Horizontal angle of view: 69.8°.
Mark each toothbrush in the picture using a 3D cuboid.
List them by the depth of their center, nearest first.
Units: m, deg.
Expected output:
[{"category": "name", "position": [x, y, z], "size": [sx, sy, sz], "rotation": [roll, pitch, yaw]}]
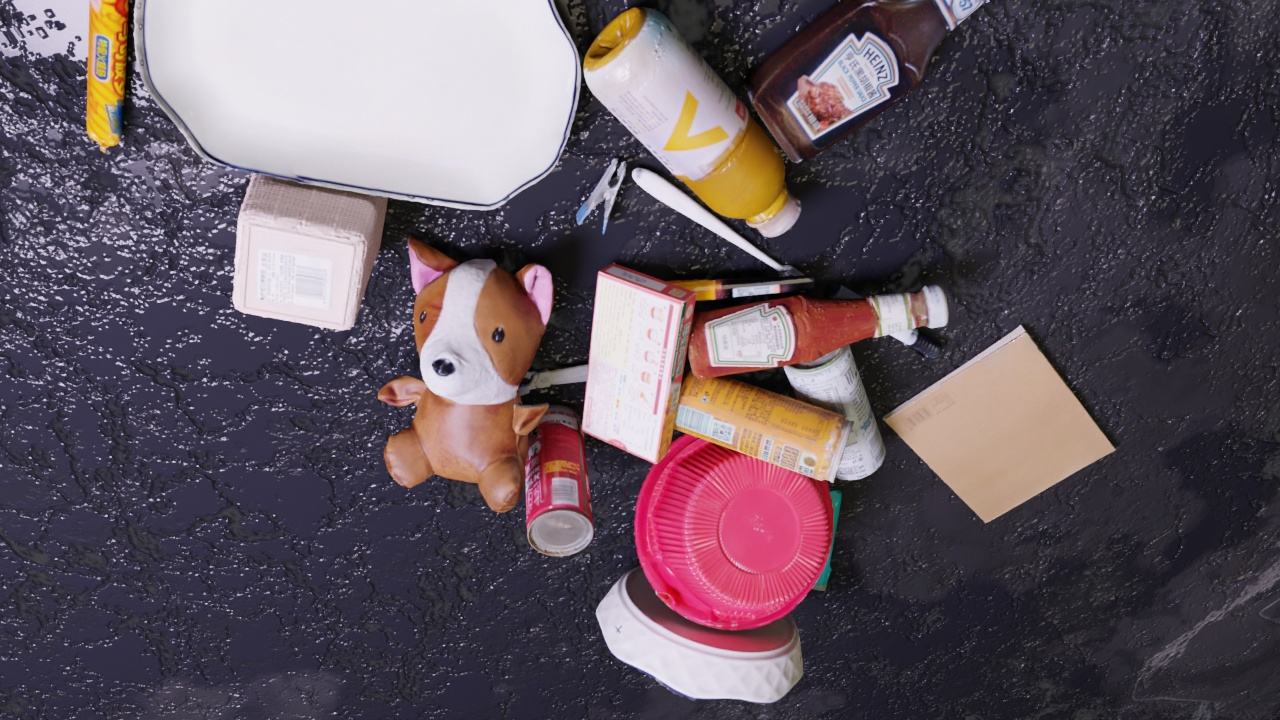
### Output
[{"category": "toothbrush", "position": [0.065, -0.100, 0.717], "size": [0.180, 0.016, 0.016], "rotation": [29, 116, -26]}]

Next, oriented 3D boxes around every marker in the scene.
[{"category": "marker", "position": [0.078, -0.059, 0.739], "size": [0.124, 0.015, 0.018], "rotation": [-3, 142, 6]}, {"category": "marker", "position": [0.209, -0.032, 0.789], "size": [0.130, 0.018, 0.023], "rotation": [24, 119, -24]}]

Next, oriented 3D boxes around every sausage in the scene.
[{"category": "sausage", "position": [-0.335, -0.205, 0.577], "size": [0.021, 0.021, 0.166], "rotation": [13, 125, -17]}]

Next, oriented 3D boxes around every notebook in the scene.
[{"category": "notebook", "position": [0.352, 0.071, 0.893], "size": [0.150, 0.012, 0.211], "rotation": [-37, 123, 20]}]

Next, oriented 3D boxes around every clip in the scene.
[{"category": "clip", "position": [-0.025, -0.124, 0.682], "size": [0.045, 0.027, 0.058], "rotation": [20, 119, -13]}]

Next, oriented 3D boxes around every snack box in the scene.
[{"category": "snack box", "position": [-0.004, 0.004, 0.749], "size": [0.077, 0.026, 0.156], "rotation": [22, 124, 22]}]

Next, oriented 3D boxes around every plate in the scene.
[{"category": "plate", "position": [-0.171, -0.189, 0.585], "size": [0.265, 0.034, 0.162], "rotation": [6, 115, -19]}, {"category": "plate", "position": [0.062, 0.253, 0.886], "size": [0.204, 0.205, 0.045], "rotation": [11, 101, -16]}]

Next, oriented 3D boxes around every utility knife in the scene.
[{"category": "utility knife", "position": [0.191, 0.190, 0.962], "size": [0.029, 0.012, 0.151], "rotation": [-5, 126, -8]}]

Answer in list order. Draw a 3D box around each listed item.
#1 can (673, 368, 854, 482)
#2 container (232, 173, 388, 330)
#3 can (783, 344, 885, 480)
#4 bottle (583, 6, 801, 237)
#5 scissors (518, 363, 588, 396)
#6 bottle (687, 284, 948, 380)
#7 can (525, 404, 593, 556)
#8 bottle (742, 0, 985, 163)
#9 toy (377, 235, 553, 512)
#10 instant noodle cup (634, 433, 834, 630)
[{"category": "can", "position": [0.102, 0.053, 0.776], "size": [0.146, 0.058, 0.058], "rotation": [19, 128, 14]}, {"category": "container", "position": [-0.225, -0.086, 0.628], "size": [0.090, 0.110, 0.090], "rotation": [11, 125, -16]}, {"category": "can", "position": [0.173, 0.040, 0.814], "size": [0.058, 0.058, 0.147], "rotation": [-22, 127, 9]}, {"category": "bottle", "position": [0.044, -0.157, 0.638], "size": [0.068, 0.068, 0.189], "rotation": [-38, 123, 20]}, {"category": "scissors", "position": [-0.094, 0.009, 0.783], "size": [0.174, 0.012, 0.125], "rotation": [-30, 125, 13]}, {"category": "bottle", "position": [0.140, -0.028, 0.742], "size": [0.206, 0.059, 0.060], "rotation": [-10, 128, 9]}, {"category": "can", "position": [-0.071, 0.098, 0.777], "size": [0.053, 0.132, 0.053], "rotation": [-4, 128, -6]}, {"category": "bottle", "position": [0.168, -0.218, 0.624], "size": [0.195, 0.044, 0.080], "rotation": [-34, 125, 16]}, {"category": "toy", "position": [-0.134, 0.011, 0.707], "size": [0.140, 0.130, 0.200], "rotation": [13, 106, 4]}, {"category": "instant noodle cup", "position": [0.095, 0.147, 0.814], "size": [0.193, 0.066, 0.193], "rotation": [1, 85, -13]}]
